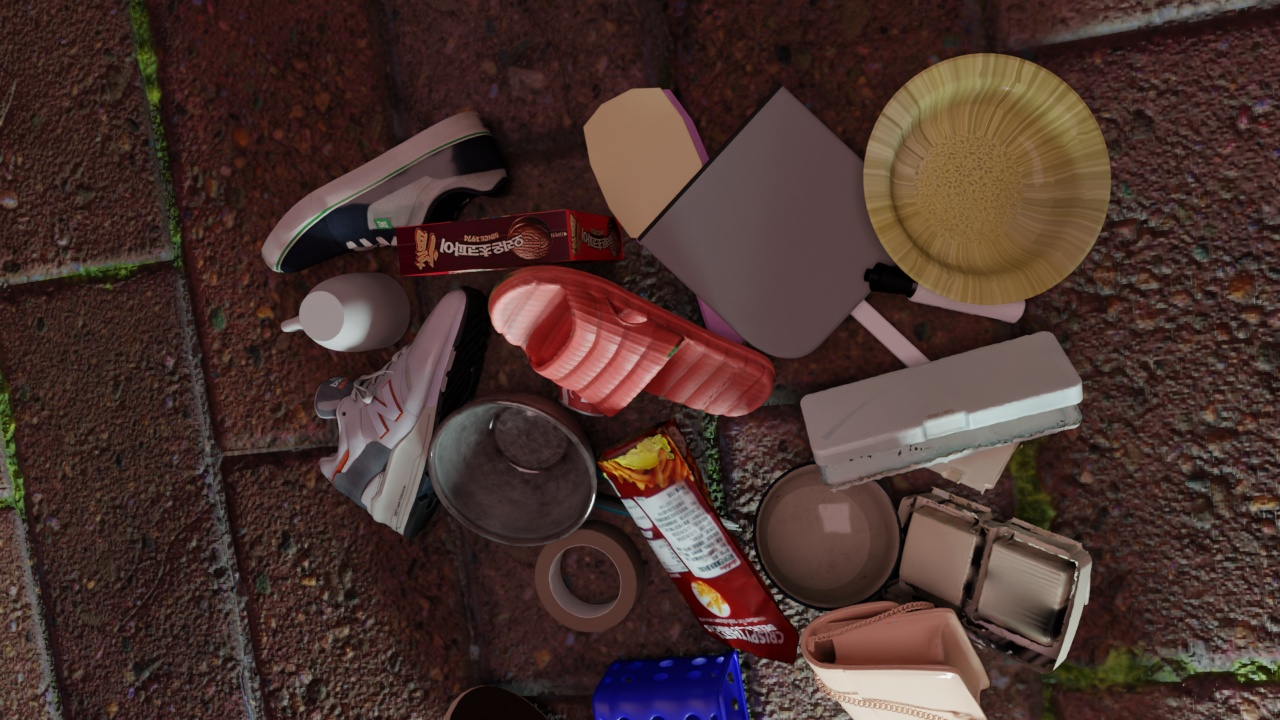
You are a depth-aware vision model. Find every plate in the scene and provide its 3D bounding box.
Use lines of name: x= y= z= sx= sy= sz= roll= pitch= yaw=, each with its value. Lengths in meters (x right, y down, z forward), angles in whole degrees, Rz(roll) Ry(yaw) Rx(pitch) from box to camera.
plate: x=0.254 y=-0.133 z=0.692 sx=0.184 sy=0.036 sz=0.184 roll=0 pitch=90 yaw=-3

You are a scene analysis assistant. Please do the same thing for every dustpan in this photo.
dustpan: x=0.147 y=-0.068 z=0.728 sx=0.257 sy=0.033 sz=0.163 roll=43 pitch=95 yaw=1

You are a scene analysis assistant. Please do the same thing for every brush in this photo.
brush: x=0.029 y=-0.114 z=0.758 sx=0.089 sy=0.043 sz=0.228 roll=-23 pitch=90 yaw=15

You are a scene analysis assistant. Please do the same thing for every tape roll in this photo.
tape roll: x=-0.045 y=0.192 z=0.819 sx=0.094 sy=0.030 sz=0.094 roll=2 pitch=97 yaw=14

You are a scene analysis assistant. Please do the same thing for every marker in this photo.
marker: x=0.232 y=-0.053 z=0.704 sx=0.126 sy=0.025 sz=0.025 roll=11 pitch=99 yaw=-8

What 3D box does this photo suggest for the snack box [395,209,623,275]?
snack box: x=-0.098 y=-0.093 z=0.735 sx=0.133 sy=0.152 sz=0.036 roll=-4 pitch=95 yaw=14

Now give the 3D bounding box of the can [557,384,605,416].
can: x=-0.035 y=-0.005 z=0.781 sx=0.054 sy=0.054 sz=0.097 roll=21 pitch=101 yaw=11

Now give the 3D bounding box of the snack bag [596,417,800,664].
snack bag: x=0.041 y=0.154 z=0.742 sx=0.208 sy=0.066 sz=0.139 roll=61 pitch=150 yaw=0

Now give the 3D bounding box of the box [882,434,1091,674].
box: x=0.282 y=0.125 z=0.710 sx=0.144 sy=0.080 sz=0.182 roll=21 pitch=108 yaw=40

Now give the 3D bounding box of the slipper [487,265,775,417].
slipper: x=-0.004 y=0.004 z=0.708 sx=0.248 sy=0.059 sz=0.104 roll=21 pitch=139 yaw=-24

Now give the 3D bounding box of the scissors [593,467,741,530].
scissors: x=0.011 y=0.131 z=0.804 sx=0.135 sy=0.019 sz=0.130 roll=-33 pitch=92 yaw=22

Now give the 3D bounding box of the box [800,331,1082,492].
box: x=0.224 y=0.034 z=0.697 sx=0.199 sy=0.072 sz=0.086 roll=-17 pitch=72 yaw=10

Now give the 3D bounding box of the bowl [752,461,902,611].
bowl: x=0.146 y=0.142 z=0.742 sx=0.115 sy=0.059 sz=0.115 roll=-1 pitch=77 yaw=2

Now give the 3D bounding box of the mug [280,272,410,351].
mug: x=-0.274 y=-0.039 z=0.817 sx=0.107 sy=0.089 sz=0.071 roll=-10 pitch=94 yaw=15

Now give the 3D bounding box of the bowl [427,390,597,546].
bowl: x=-0.103 y=0.082 z=0.789 sx=0.145 sy=0.067 sz=0.145 roll=5 pitch=118 yaw=8

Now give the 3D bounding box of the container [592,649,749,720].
container: x=0.027 y=0.304 z=0.787 sx=0.114 sy=0.085 sz=0.084 roll=-9 pitch=94 yaw=16

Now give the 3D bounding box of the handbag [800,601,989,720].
handbag: x=0.188 y=0.280 z=0.662 sx=0.117 sy=0.186 sz=0.199 roll=-13 pitch=136 yaw=23

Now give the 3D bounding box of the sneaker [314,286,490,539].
sneaker: x=-0.222 y=0.035 z=0.814 sx=0.124 sy=0.088 sz=0.240 roll=19 pitch=104 yaw=8

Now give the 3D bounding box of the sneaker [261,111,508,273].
sneaker: x=-0.223 y=-0.123 z=0.800 sx=0.235 sy=0.084 sz=0.079 roll=-27 pitch=90 yaw=12

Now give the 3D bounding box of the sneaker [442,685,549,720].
sneaker: x=-0.068 y=0.425 z=0.825 sx=0.294 sy=0.111 sz=0.117 roll=31 pitch=124 yaw=7
